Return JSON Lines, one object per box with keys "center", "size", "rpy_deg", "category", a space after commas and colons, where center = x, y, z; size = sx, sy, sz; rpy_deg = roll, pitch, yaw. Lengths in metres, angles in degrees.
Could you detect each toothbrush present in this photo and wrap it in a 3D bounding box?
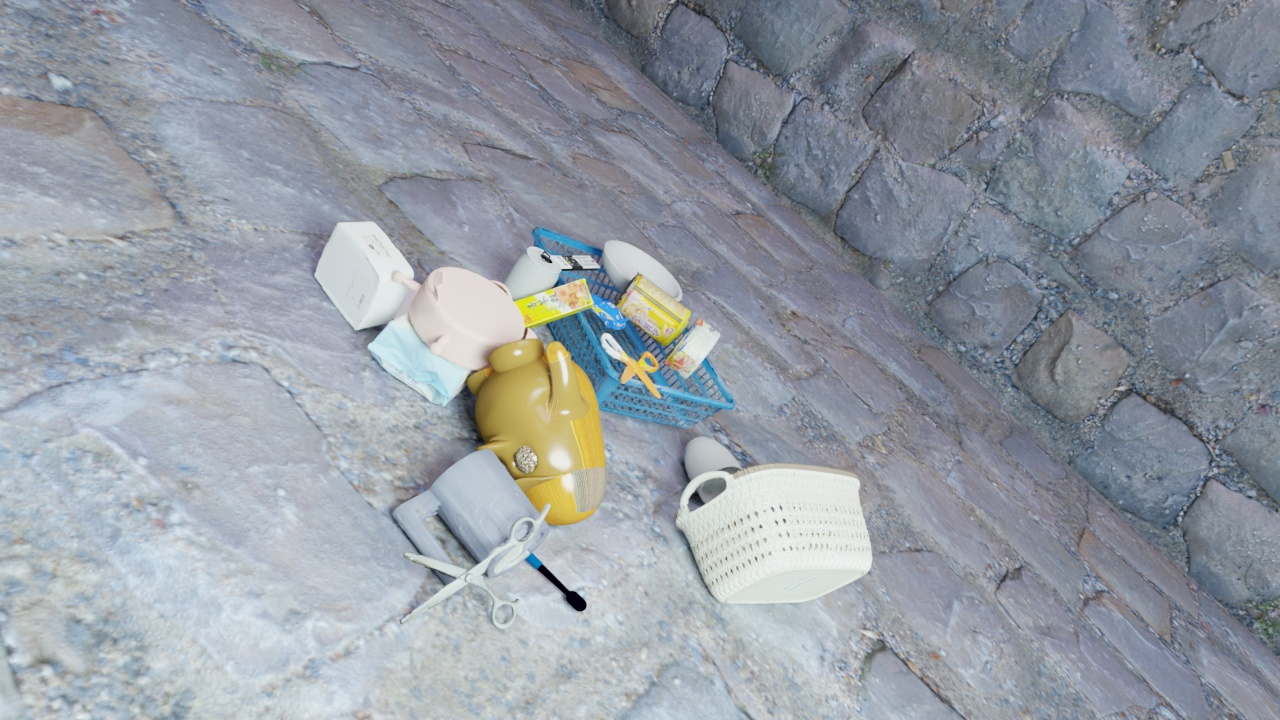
{"center": [-0.120, 0.206, 0.973], "size": [0.168, 0.014, 0.014], "rpy_deg": [41, -9, 11], "category": "toothbrush"}

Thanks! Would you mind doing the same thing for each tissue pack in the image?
{"center": [-0.244, -0.015, 1.127], "size": [0.112, 0.070, 0.181], "rpy_deg": [38, 26, 1], "category": "tissue pack"}

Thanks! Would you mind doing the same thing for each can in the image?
{"center": [0.074, -0.018, 1.327], "size": [0.043, 0.086, 0.086], "rpy_deg": [38, 24, -1], "category": "can"}
{"center": [-0.165, -0.108, 1.326], "size": [0.064, 0.128, 0.064], "rpy_deg": [30, 25, -16], "category": "can"}
{"center": [0.017, -0.075, 1.364], "size": [0.105, 0.068, 0.067], "rpy_deg": [37, 24, -11], "category": "can"}

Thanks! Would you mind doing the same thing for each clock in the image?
{"center": [-0.197, -0.057, 1.089], "size": [0.160, 0.086, 0.131], "rpy_deg": [13, 37, -52], "category": "clock"}

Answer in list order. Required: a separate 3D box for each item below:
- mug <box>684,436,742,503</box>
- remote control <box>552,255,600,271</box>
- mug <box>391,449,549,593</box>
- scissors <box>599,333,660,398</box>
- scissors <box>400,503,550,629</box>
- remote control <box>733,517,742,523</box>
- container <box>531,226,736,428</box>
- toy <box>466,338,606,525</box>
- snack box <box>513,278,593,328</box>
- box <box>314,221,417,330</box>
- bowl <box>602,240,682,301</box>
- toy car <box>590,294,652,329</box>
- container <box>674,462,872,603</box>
{"center": [0.112, 0.159, 1.316], "size": [0.107, 0.071, 0.089], "rpy_deg": [32, 15, -36], "category": "mug"}
{"center": [-0.106, -0.147, 1.399], "size": [0.028, 0.012, 0.124], "rpy_deg": [46, 25, 18], "category": "remote control"}
{"center": [-0.168, 0.163, 0.921], "size": [0.123, 0.084, 0.104], "rpy_deg": [-28, 68, -38], "category": "mug"}
{"center": [-0.014, 0.003, 1.260], "size": [0.127, 0.011, 0.125], "rpy_deg": [37, 24, -1], "category": "scissors"}
{"center": [-0.148, 0.191, 0.856], "size": [0.014, 0.173, 0.141], "rpy_deg": [16, -33, 51], "category": "scissors"}
{"center": [0.137, 0.211, 1.322], "size": [0.033, 0.013, 0.136], "rpy_deg": [31, 27, -14], "category": "remote control"}
{"center": [-0.034, -0.043, 1.438], "size": [0.256, 0.089, 0.362], "rpy_deg": [15, 32, -40], "category": "container"}
{"center": [-0.114, 0.091, 1.041], "size": [0.162, 0.199, 0.203], "rpy_deg": [-11, 73, -36], "category": "toy"}
{"center": [-0.141, -0.072, 1.287], "size": [0.029, 0.148, 0.040], "rpy_deg": [122, -51, -81], "category": "snack box"}
{"center": [-0.318, -0.101, 1.155], "size": [0.136, 0.126, 0.108], "rpy_deg": [-14, 56, -49], "category": "box"}
{"center": [-0.006, -0.129, 1.464], "size": [0.149, 0.043, 0.149], "rpy_deg": [30, 26, -16], "category": "bowl"}
{"center": [-0.034, -0.081, 1.317], "size": [0.092, 0.062, 0.033], "rpy_deg": [43, 25, 11], "category": "toy car"}
{"center": [0.176, 0.220, 1.163], "size": [0.245, 0.185, 0.142], "rpy_deg": [11, 52, -40], "category": "container"}
